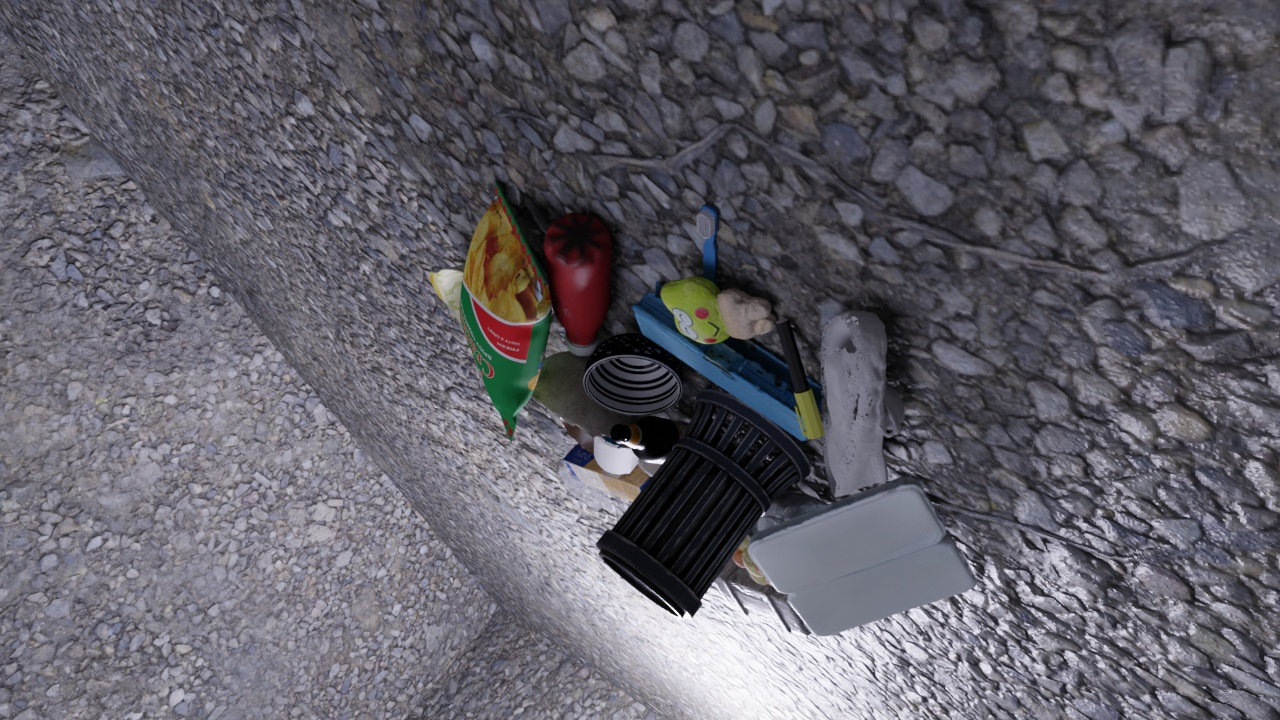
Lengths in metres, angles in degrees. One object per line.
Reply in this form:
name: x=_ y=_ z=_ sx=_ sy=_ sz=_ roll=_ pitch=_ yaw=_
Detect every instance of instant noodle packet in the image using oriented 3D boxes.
instant noodle packet: x=-0.166 y=-0.057 z=1.115 sx=0.195 sy=0.090 sz=0.253 roll=-119 pitch=34 yaw=-41

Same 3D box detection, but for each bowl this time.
bowl: x=-0.075 y=0.110 z=1.459 sx=0.118 sy=0.030 sz=0.118 roll=34 pitch=155 yaw=18
bowl: x=-0.060 y=0.036 z=1.224 sx=0.178 sy=0.081 sz=0.178 roll=30 pitch=-172 yaw=-5
bowl: x=-0.007 y=0.007 z=1.123 sx=0.120 sy=0.066 sz=0.120 roll=4 pitch=142 yaw=3
bowl: x=-0.201 y=-0.075 z=1.305 sx=0.219 sy=0.060 sz=0.189 roll=35 pitch=155 yaw=17

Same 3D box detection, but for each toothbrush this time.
toothbrush: x=0.067 y=-0.095 z=0.920 sx=0.016 sy=0.014 sz=0.167 roll=32 pitch=155 yaw=22

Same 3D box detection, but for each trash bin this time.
trash bin: x=0.068 y=0.174 z=1.080 sx=0.164 sy=0.227 sz=0.164 roll=36 pitch=164 yaw=12

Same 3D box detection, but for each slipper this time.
slipper: x=0.211 y=0.047 z=0.872 sx=0.247 sy=0.074 sz=0.112 roll=76 pitch=171 yaw=-48

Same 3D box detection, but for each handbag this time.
handbag: x=0.181 y=0.226 z=1.154 sx=0.112 sy=0.123 sz=0.172 roll=54 pitch=160 yaw=-11

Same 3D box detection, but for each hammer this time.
hammer: x=0.139 y=0.244 z=1.316 sx=0.177 sy=0.079 sz=0.326 roll=5 pitch=131 yaw=54

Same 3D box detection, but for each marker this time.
marker: x=0.157 y=0.019 z=0.915 sx=0.017 sy=0.021 sz=0.124 roll=-86 pitch=-22 yaw=-79

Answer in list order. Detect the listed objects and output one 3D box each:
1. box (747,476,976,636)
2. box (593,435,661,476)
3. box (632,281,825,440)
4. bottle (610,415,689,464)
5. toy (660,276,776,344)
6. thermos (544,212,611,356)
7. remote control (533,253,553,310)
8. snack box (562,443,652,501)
box: x=0.248 y=0.228 z=1.027 sx=0.209 sy=0.037 sz=0.189 roll=-24 pitch=115 yaw=21
box: x=-0.003 y=0.135 z=1.335 sx=0.150 sy=0.080 sz=0.106 roll=37 pitch=155 yaw=20
box: x=0.099 y=-0.001 z=1.012 sx=0.231 sy=0.052 sz=0.093 roll=34 pitch=171 yaw=19
bottle: x=0.018 y=0.100 z=1.161 sx=0.059 sy=0.059 sz=0.181 roll=27 pitch=-175 yaw=31
toy: x=0.080 y=-0.049 z=0.931 sx=0.115 sy=0.046 sz=0.092 roll=7 pitch=147 yaw=27
thermos: x=-0.072 y=-0.077 z=1.089 sx=0.073 sy=0.073 sz=0.240 roll=35 pitch=156 yaw=16
remote control: x=-0.124 y=-0.099 z=1.206 sx=0.033 sy=0.012 sz=0.131 roll=15 pitch=145 yaw=50
snack box: x=-0.039 y=0.184 z=1.499 sx=0.207 sy=0.057 sz=0.056 roll=12 pitch=139 yaw=49
